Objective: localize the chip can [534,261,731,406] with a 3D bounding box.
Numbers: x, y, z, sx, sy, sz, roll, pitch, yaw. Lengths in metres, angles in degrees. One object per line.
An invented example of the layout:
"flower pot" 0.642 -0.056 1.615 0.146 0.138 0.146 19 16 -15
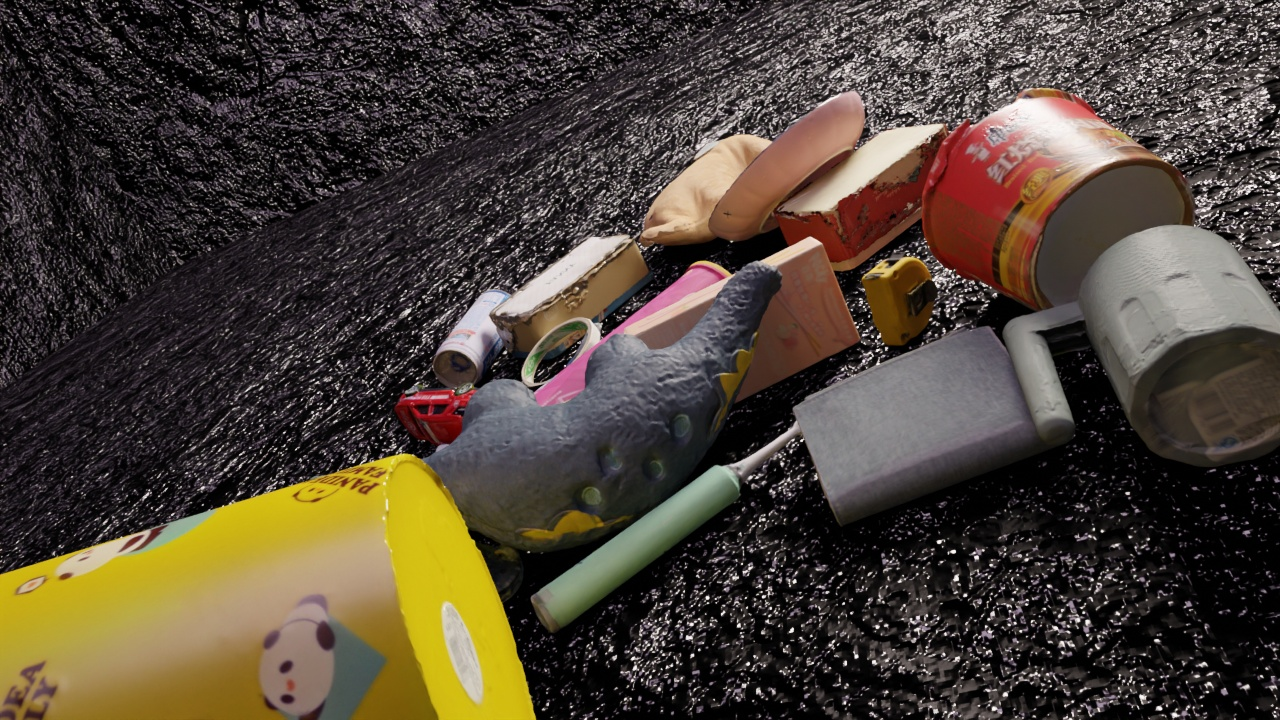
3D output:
"chip can" -0.004 0.004 0.730 0.210 0.071 0.071 -39 27 -27

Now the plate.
"plate" 0.151 -0.180 0.905 0.192 0.039 0.192 -39 -9 -8

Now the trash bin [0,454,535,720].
"trash bin" -0.193 0.173 0.412 0.255 0.230 0.229 -21 23 -2

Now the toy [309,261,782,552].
"toy" -0.045 0.053 0.607 0.356 0.091 0.137 -24 68 -5

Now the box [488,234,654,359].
"box" -0.068 -0.073 0.976 0.183 0.059 0.090 -38 27 -30

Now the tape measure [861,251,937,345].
"tape measure" 0.188 -0.045 0.651 0.057 0.060 0.029 -36 25 -34

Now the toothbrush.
"toothbrush" 0.030 0.092 0.570 0.224 0.026 0.027 -34 -18 -15

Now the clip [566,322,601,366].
"clip" -0.049 -0.011 0.875 0.025 0.029 0.056 -9 35 45

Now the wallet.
"wallet" 0.162 0.036 0.538 0.130 0.037 0.106 -23 35 10

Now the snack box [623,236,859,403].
"snack box" 0.076 -0.019 0.680 0.157 0.084 0.026 -26 20 0

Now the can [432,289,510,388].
"can" -0.174 -0.024 0.984 0.053 0.053 0.134 -16 26 22

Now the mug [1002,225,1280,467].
"mug" 0.256 -0.003 0.466 0.124 0.084 0.103 -18 27 22

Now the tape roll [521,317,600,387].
"tape roll" -0.076 -0.004 0.866 0.086 0.014 0.085 -29 33 21

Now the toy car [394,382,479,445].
"toy car" -0.178 0.052 0.835 0.121 0.053 0.045 -3 35 40

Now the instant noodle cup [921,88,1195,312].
"instant noodle cup" 0.268 -0.091 0.586 0.138 0.138 0.108 -26 33 2

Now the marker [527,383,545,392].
"marker" -0.109 0.036 0.839 0.132 0.020 0.022 -12 43 31

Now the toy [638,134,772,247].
"toy" 0.062 -0.170 1.012 0.225 0.082 0.144 -47 14 -33

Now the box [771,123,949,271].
"box" 0.208 -0.158 0.840 0.168 0.077 0.091 -37 25 -21

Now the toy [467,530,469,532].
"toy" -0.164 0.128 0.691 0.092 0.030 0.096 -15 20 34

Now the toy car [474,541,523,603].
"toy car" -0.119 0.141 0.614 0.091 0.034 0.042 6 33 28

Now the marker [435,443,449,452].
"marker" -0.160 0.086 0.753 0.018 0.022 0.131 -26 12 -9
